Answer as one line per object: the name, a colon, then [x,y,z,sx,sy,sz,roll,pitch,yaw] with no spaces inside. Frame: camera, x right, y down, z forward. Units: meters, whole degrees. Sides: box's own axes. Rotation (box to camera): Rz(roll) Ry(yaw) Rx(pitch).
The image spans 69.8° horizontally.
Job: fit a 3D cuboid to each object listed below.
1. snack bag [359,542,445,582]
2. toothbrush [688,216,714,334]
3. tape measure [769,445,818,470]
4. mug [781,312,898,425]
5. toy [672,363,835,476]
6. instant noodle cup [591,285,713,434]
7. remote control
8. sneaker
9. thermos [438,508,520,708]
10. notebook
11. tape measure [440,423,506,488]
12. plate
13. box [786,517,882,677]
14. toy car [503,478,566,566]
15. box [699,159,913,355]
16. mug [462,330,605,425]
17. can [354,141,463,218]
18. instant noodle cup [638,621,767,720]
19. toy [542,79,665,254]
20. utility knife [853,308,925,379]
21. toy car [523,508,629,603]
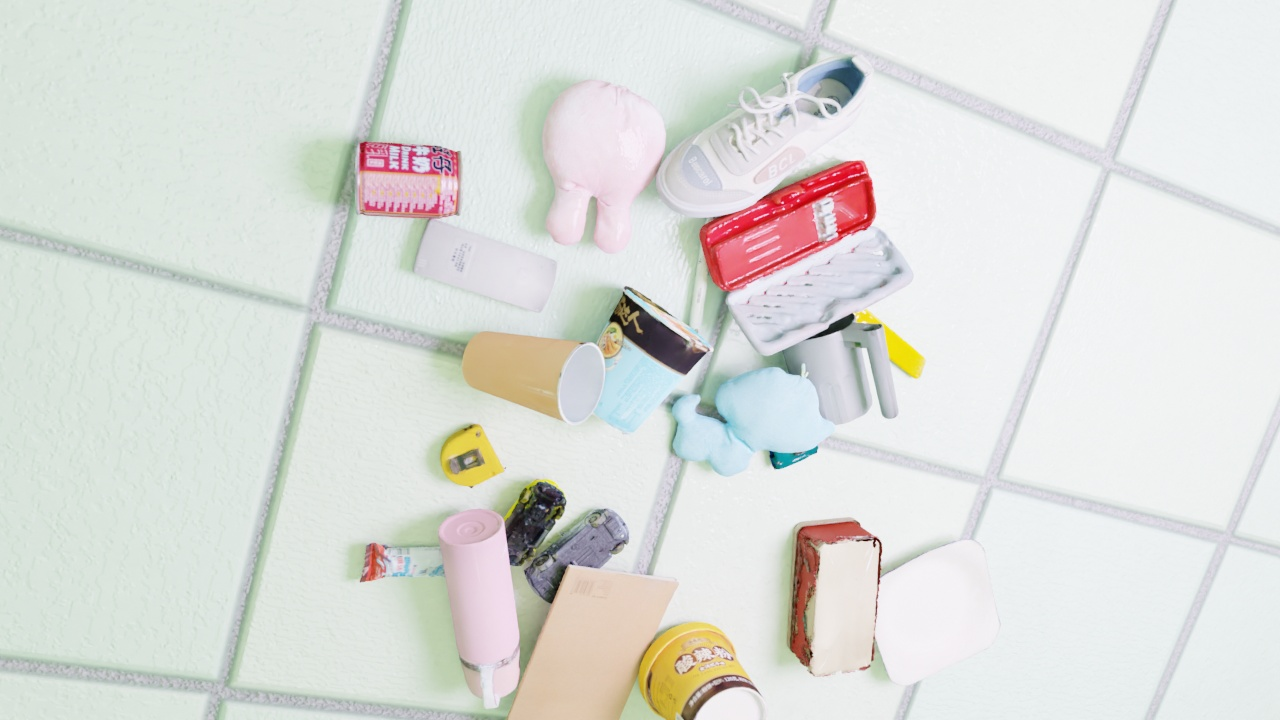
snack bag: [-0.231,0.207,0.939,0.104,0.026,0.048,7,109,-17]
toothbrush: [0.068,-0.116,0.949,0.029,0.020,0.190,6,102,-12]
tape measure: [0.168,0.090,1.023,0.058,0.025,0.054,-22,109,-10]
mug: [0.211,0.010,0.966,0.083,0.124,0.103,-30,113,-33]
toy: [0.118,0.062,0.967,0.161,0.049,0.157,26,116,1]
instant noodle cup: [-0.005,0.005,0.918,0.111,0.111,0.120,33,98,-20]
remote control: [-0.150,-0.091,0.894,0.135,0.019,0.056,17,98,-18]
sneaker: [0.126,-0.220,0.884,0.242,0.091,0.089,-33,84,-12]
thermos: [-0.161,0.257,0.930,0.067,0.087,0.199,-4,111,-3]
notebook: [-0.055,0.325,1.000,0.149,0.012,0.211,17,98,-36]
tape measure: [-0.173,0.099,0.928,0.057,0.029,0.060,-26,108,-8]
plate: [0.352,0.301,1.119,0.163,0.034,0.164,-21,108,-10]
box: [0.224,0.275,1.054,0.091,0.077,0.168,-3,103,-16]
toy car: [-0.119,0.168,0.959,0.048,0.032,0.105,29,105,-19]
box: [0.172,-0.108,0.950,0.201,0.065,0.160,-26,94,-15]
mug: [-0.105,0.010,0.874,0.078,0.123,0.078,-33,130,-52]
can: [-0.211,-0.163,0.835,0.093,0.066,0.066,0,103,-15]
instant noodle cup: [0.072,0.368,1.008,0.118,0.114,0.118,-6,107,-20]
toy: [-0.040,-0.186,0.884,0.121,0.054,0.159,10,102,-19]
utility knife: [0.265,-0.027,1.027,0.153,0.015,0.033,36,98,-21]
toy car: [-0.067,0.206,0.979,0.120,0.037,0.054,-38,114,-11]
